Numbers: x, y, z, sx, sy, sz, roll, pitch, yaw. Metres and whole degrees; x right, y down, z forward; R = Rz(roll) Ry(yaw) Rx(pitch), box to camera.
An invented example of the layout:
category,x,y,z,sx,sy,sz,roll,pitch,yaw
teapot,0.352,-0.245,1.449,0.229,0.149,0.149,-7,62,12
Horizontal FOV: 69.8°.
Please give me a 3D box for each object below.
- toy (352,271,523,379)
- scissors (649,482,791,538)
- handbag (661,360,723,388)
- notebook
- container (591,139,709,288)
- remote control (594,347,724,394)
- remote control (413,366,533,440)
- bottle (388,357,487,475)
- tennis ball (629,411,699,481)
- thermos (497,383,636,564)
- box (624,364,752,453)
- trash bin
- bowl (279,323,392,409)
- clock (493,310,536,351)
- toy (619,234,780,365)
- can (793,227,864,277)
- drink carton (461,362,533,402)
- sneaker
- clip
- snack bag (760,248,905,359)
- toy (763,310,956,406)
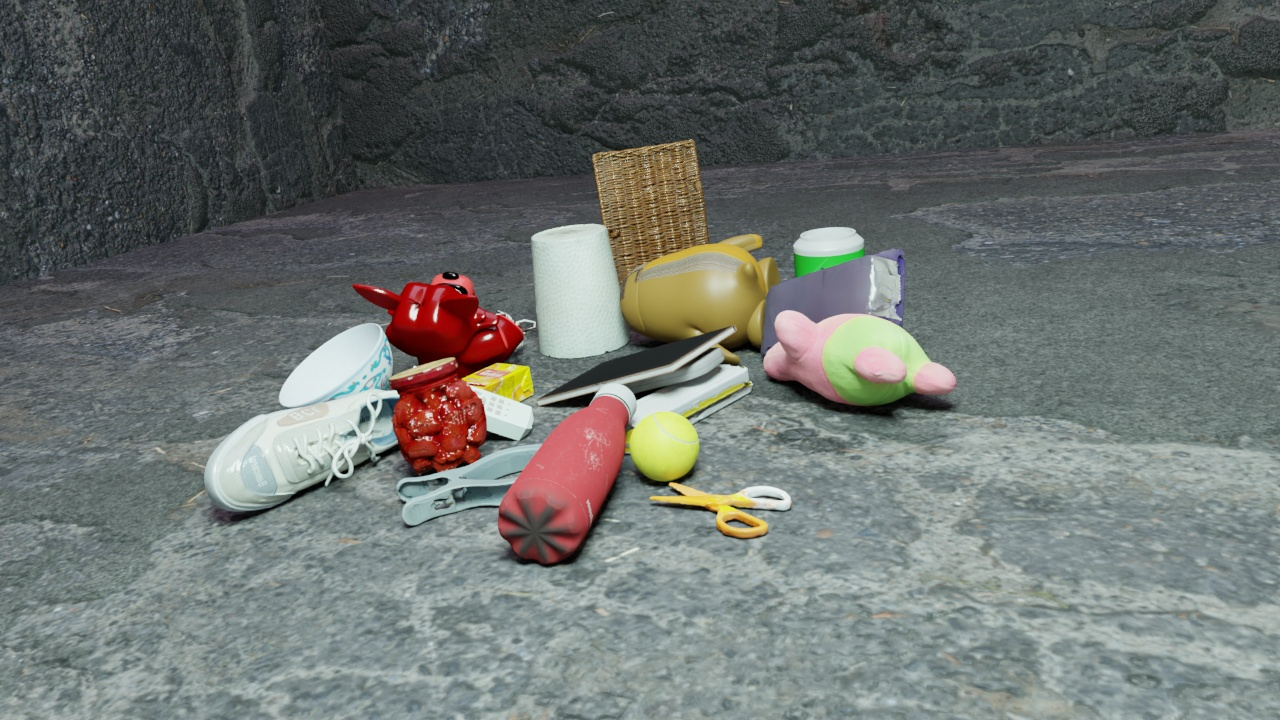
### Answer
category,x,y,z,sx,sy,sz,roll,pitch,yaw
toy,-0.242,-0.047,1.130,0.158,0.120,0.197,9,-22,12
scissors,0.072,0.120,0.803,0.096,0.012,0.133,-20,24,-36
handbag,0.052,0.020,1.095,0.055,0.029,0.119,-2,24,31
notebook,-0.006,0.006,1.077,0.210,0.008,0.141,-15,10,39
container,0.015,-0.210,1.476,0.162,0.250,0.183,-9,9,-5
remote control,0.023,0.014,1.062,0.151,0.019,0.074,-15,10,34
remote control,-0.188,0.050,1.006,0.143,0.024,0.049,20,24,-8
bottle,-0.203,0.058,0.934,0.099,0.111,0.099,-17,7,2
tennis ball,0.022,0.080,0.857,0.065,0.065,0.065,-7,19,2
thermos,-0.052,0.087,0.829,0.073,0.073,0.239,-1,24,17
box,0.041,0.047,1.003,0.064,0.033,0.208,8,23,44
trash bin,-0.089,-0.100,1.283,0.133,0.161,0.133,-7,19,2
bowl,-0.349,0.030,1.101,0.144,0.074,0.143,-24,31,15
clock,-0.222,-0.040,1.295,0.154,0.065,0.115,-18,19,-17
toy,0.071,-0.077,1.216,0.204,0.162,0.198,-1,59,24
can,0.243,-0.094,1.172,0.088,0.140,0.087,-7,19,2
drink carton,-0.193,0.042,1.089,0.059,0.043,0.134,6,22,37
sneaker,-0.322,0.080,0.942,0.091,0.089,0.241,-13,8,36
clip,-0.156,0.111,0.897,0.167,0.028,0.127,-11,17,-13
snack bag,0.216,-0.062,1.069,0.058,0.096,0.206,15,-18,-33
toy,0.215,-0.001,0.985,0.192,0.096,0.237,18,-8,-30
